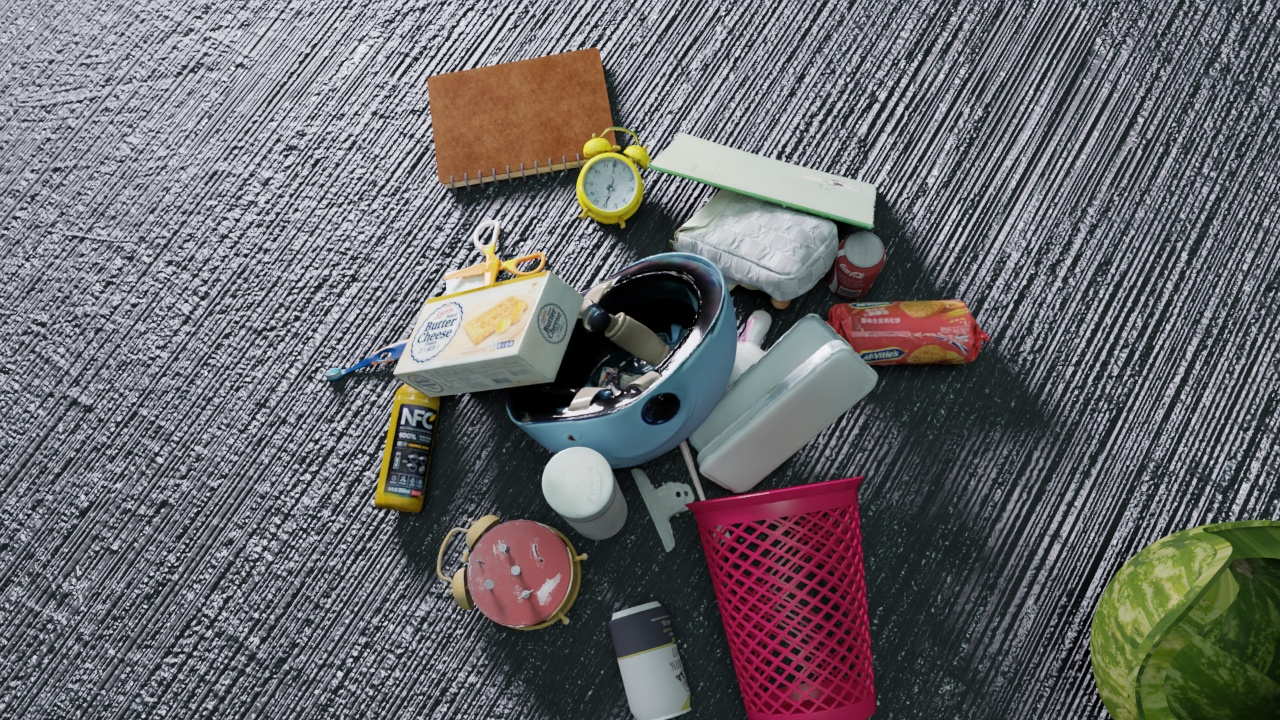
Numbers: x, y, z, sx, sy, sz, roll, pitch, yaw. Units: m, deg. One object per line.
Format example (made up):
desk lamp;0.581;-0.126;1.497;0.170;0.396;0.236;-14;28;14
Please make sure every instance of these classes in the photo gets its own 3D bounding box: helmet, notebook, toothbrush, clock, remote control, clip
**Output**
helmet;0.545;0.268;0.856;0.213;0.246;0.244;42;122;19
notebook;0.148;-0.211;1.063;0.252;0.181;0.010;17;118;7
toothbrush;0.062;0.121;1.039;0.018;0.016;0.181;-18;75;-10
clock;-0.034;-0.222;1.108;0.083;0.057;0.119;12;91;-1
remote control;-0.202;-0.045;1.094;0.049;0.024;0.143;-10;74;0
clip;0.031;0.156;1.024;0.054;0.038;0.101;-28;75;8
toothbrush;-0.311;-0.003;1.092;0.135;0.017;0.021;-19;76;-2
notebook;-0.150;-0.303;1.165;0.225;0.024;0.167;-10;73;0
clock;-0.142;0.225;0.985;0.159;0.081;0.117;14;75;7
helmet;-0.006;0.006;0.983;0.266;0.167;0.225;-33;40;11

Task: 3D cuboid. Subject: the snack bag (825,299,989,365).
snack bag;0.295;-0.029;1.039;0.176;0.082;0.082;-1;74;3

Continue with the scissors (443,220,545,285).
scissors;-0.179;-0.121;1.112;0.125;0.011;0.129;-17;65;-14

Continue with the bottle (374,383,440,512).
bottle;-0.260;0.077;1.047;0.053;0.053;0.186;6;75;4

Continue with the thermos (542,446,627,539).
thermos;-0.052;0.139;0.928;0.068;0.230;0.067;-1;74;3

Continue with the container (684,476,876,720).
container;0.154;0.243;0.927;0.183;0.183;0.225;-9;81;0

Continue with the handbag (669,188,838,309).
handbag;0.136;-0.120;1.040;0.171;0.123;0.112;27;61;35

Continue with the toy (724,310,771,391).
toy;0.115;0.003;1.058;0.076;0.037;0.125;0;80;-1

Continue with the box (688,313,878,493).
box;0.145;0.043;1.011;0.217;0.107;0.109;-40;40;14

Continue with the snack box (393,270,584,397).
snack box;-0.164;-0.025;0.975;0.208;0.057;0.104;-7;54;40

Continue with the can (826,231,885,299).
can;0.247;-0.109;1.051;0.054;0.097;0.054;-1;74;2

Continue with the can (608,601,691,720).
can;0.012;0.322;0.959;0.064;0.064;0.127;-16;74;-2
